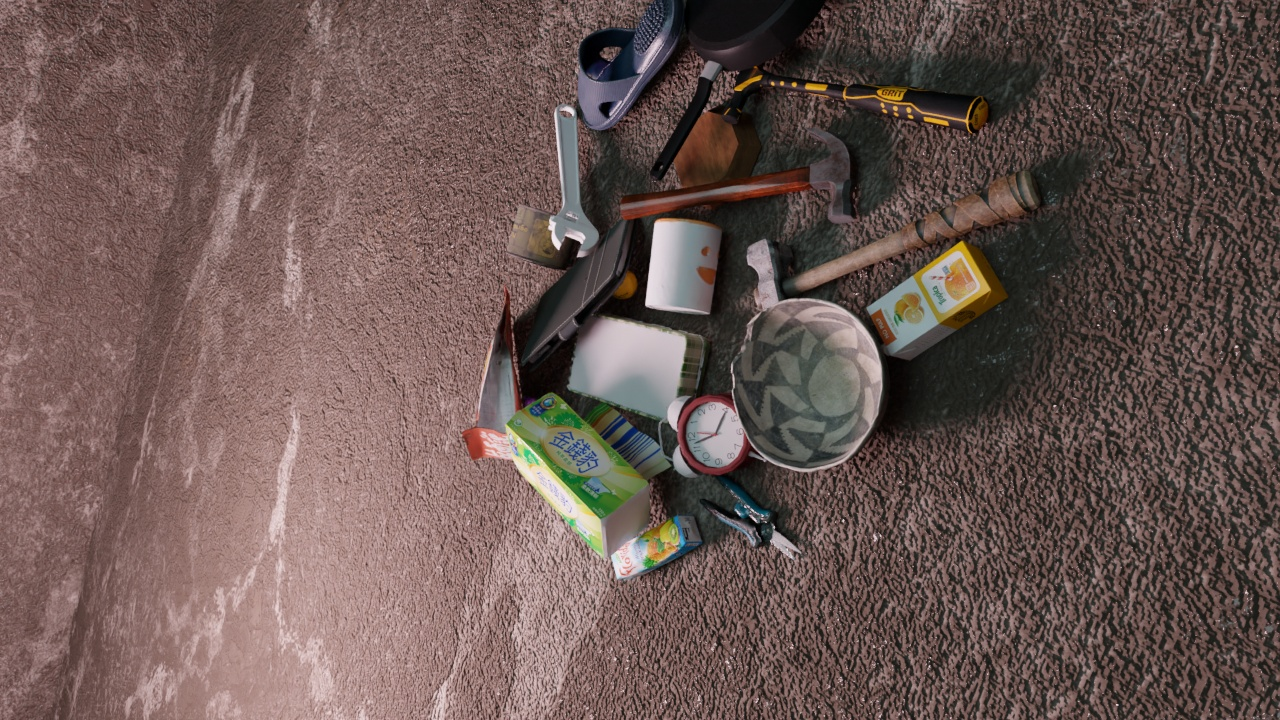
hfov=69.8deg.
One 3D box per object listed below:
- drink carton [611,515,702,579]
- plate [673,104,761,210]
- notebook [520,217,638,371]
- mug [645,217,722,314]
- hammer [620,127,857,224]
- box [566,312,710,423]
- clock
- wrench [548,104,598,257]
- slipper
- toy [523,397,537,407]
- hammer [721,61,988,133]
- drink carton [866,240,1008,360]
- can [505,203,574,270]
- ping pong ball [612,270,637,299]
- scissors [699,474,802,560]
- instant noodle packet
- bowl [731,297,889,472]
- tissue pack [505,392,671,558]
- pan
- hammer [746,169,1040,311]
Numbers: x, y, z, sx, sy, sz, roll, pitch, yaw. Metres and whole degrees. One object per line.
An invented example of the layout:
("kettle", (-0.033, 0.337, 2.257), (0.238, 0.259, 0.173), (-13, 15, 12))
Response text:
("drink carton", (0.017, 0.229, 1.122), (0.129, 0.038, 0.044), (-36, 60, 35))
("plate", (0.088, -0.255, 1.140), (0.132, 0.025, 0.131), (-9, 77, 43))
("notebook", (-0.082, -0.092, 1.229), (0.210, 0.029, 0.169), (-43, 25, 35))
("mug", (0.052, -0.113, 1.113), (0.082, 0.082, 0.105), (6, 89, 45))
("hammer", (0.106, -0.199, 1.074), (0.301, 0.028, 0.111), (-3, 75, 33))
("box", (-0.007, 0.007, 1.176), (0.206, 0.050, 0.117), (14, 96, 45))
("clock", (0.082, 0.085, 1.055), (0.138, 0.048, 0.096), (-9, 87, 28))
("wrench", (-0.099, -0.258, 1.286), (0.018, 0.066, 0.272), (117, 152, -55))
("slipper", (-0.036, -0.391, 1.205), (0.264, 0.082, 0.101), (-29, 58, 57))
("toy", (-0.130, 0.100, 1.276), (0.106, 0.055, 0.088), (11, 95, 54))
("hammer", (0.229, -0.293, 0.998), (0.321, 0.036, 0.123), (26, 86, 42))
("drink carton", (0.287, -0.055, 0.902), (0.123, 0.040, 0.058), (-39, 58, 34))
("can", (-0.139, -0.174, 1.304), (0.090, 0.089, 0.074), (24, 99, 44))
("ping pong ball", (-0.024, -0.101, 1.214), (0.040, 0.040, 0.040), (-9, 77, 43))
("scissors", (0.122, 0.174, 1.042), (0.127, 0.019, 0.144), (-29, 66, 37))
("instant noodle packet", (-0.191, 0.021, 1.294), (0.165, 0.084, 0.220), (102, 172, -71))
("bowl", (0.188, 0.025, 0.956), (0.179, 0.081, 0.178), (0, 90, 43))
("tissue pack", (-0.054, 0.124, 1.147), (0.197, 0.141, 0.120), (44, 153, 23))
("pan", (0.098, -0.379, 1.095), (0.204, 0.044, 0.356), (37, 98, 46))
("hammer", (0.250, -0.113, 0.949), (0.320, 0.048, 0.121), (-22, 73, 38))
